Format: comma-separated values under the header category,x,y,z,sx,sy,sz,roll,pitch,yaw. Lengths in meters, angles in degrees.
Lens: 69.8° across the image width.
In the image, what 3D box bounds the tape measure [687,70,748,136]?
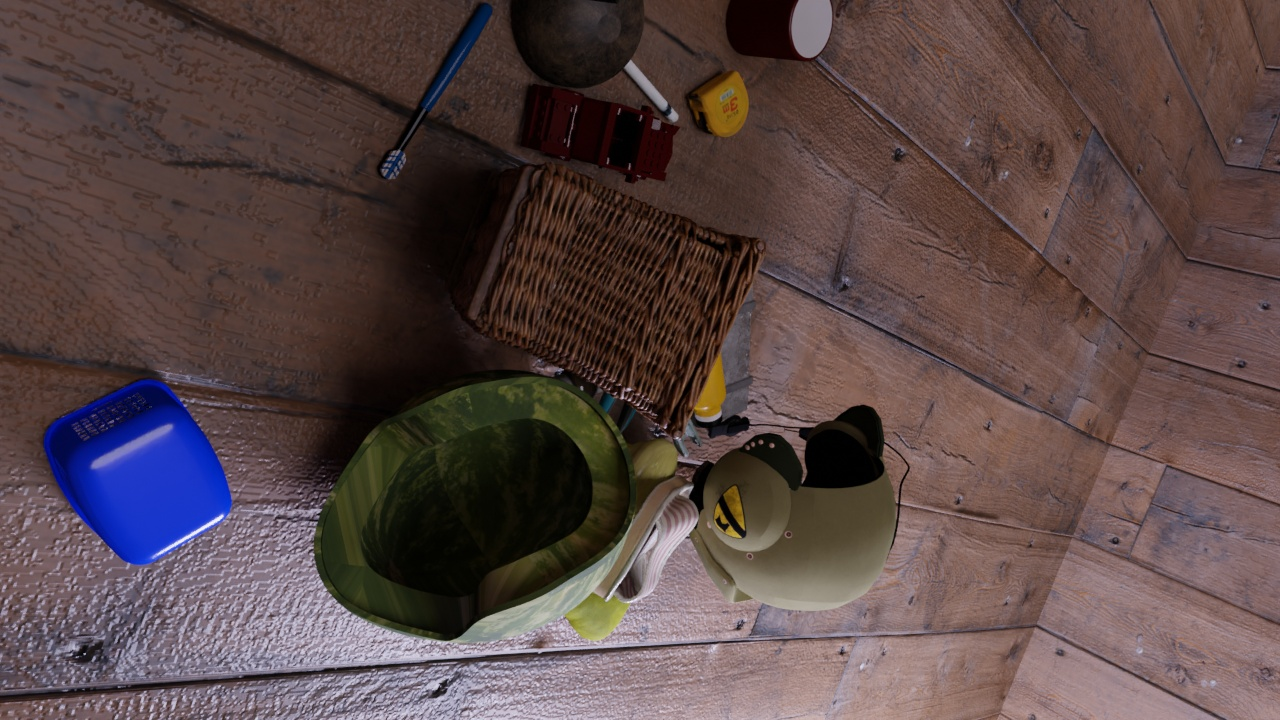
category,x,y,z,sx,sy,sz,roll,pitch,yaw
tape measure,0.085,-0.266,0.961,0.068,0.030,0.059,-40,132,-23

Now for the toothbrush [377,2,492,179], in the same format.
category,x,y,z,sx,sy,sz,roll,pitch,yaw
toothbrush,-0.164,-0.218,0.741,0.014,0.014,0.167,34,83,-36

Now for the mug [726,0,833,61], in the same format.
category,x,y,z,sx,sy,sz,roll,pitch,yaw
mug,0.150,-0.364,0.944,0.073,0.083,0.105,23,90,-48

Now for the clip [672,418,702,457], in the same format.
category,x,y,z,sx,sy,sz,roll,pitch,yaw
clip,0.042,0.071,0.969,0.044,0.023,0.076,-34,129,-10

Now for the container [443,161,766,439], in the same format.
category,x,y,z,sx,sy,sz,roll,pitch,yaw
container,-0.050,-0.065,0.751,0.183,0.250,0.162,22,92,-19

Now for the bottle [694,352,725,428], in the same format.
category,x,y,z,sx,sy,sz,roll,pitch,yaw
bottle,0.061,0.003,0.934,0.043,0.043,0.144,-32,126,-32

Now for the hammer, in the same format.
category,x,y,z,sx,sy,sz,roll,pitch,yaw
hammer,-0.021,0.010,0.952,0.325,0.079,0.177,-19,120,-33

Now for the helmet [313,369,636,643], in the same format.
category,x,y,z,sx,sy,sz,roll,pitch,yaw
helmet,-0.132,0.123,0.767,0.242,0.248,0.213,-14,78,-55

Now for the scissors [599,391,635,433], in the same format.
category,x,y,z,sx,sy,sz,roll,pitch,yaw
scissors,-0.001,0.009,0.904,0.133,0.019,0.146,-32,130,-13

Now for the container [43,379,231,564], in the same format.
category,x,y,z,sx,sy,sz,roll,pitch,yaw
container,-0.351,0.083,0.652,0.096,0.058,0.114,-33,129,-31

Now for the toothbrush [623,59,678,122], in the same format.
category,x,y,z,sx,sy,sz,roll,pitch,yaw
toothbrush,-0.017,-0.280,0.865,0.017,0.012,0.186,-51,138,3

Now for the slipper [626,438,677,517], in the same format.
category,x,y,z,sx,sy,sz,roll,pitch,yaw
slipper,-0.009,0.130,1.013,0.091,0.081,0.191,-52,163,-17

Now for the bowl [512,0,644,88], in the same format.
category,x,y,z,sx,sy,sz,roll,pitch,yaw
bowl,-0.042,-0.289,0.784,0.121,0.056,0.121,-20,128,-28

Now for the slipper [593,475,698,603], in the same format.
category,x,y,z,sx,sy,sz,roll,pitch,yaw
slipper,0.017,0.178,0.914,0.115,0.052,0.262,-61,170,10

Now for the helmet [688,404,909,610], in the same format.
category,x,y,z,sx,sy,sz,roll,pitch,yaw
helmet,0.161,0.166,1.049,0.249,0.256,0.233,-11,112,-42

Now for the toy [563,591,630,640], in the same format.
category,x,y,z,sx,sy,sz,roll,pitch,yaw
toy,-0.055,0.267,1.043,0.090,0.051,0.110,-56,135,-15

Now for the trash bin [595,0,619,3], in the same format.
category,x,y,z,sx,sy,sz,roll,pitch,yaw
trash bin,-0.074,-0.378,0.655,0.139,0.140,0.171,-60,143,-7

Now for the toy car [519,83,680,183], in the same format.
category,x,y,z,sx,sy,sz,roll,pitch,yaw
toy car,-0.025,-0.207,0.851,0.169,0.062,0.070,2,106,-46
